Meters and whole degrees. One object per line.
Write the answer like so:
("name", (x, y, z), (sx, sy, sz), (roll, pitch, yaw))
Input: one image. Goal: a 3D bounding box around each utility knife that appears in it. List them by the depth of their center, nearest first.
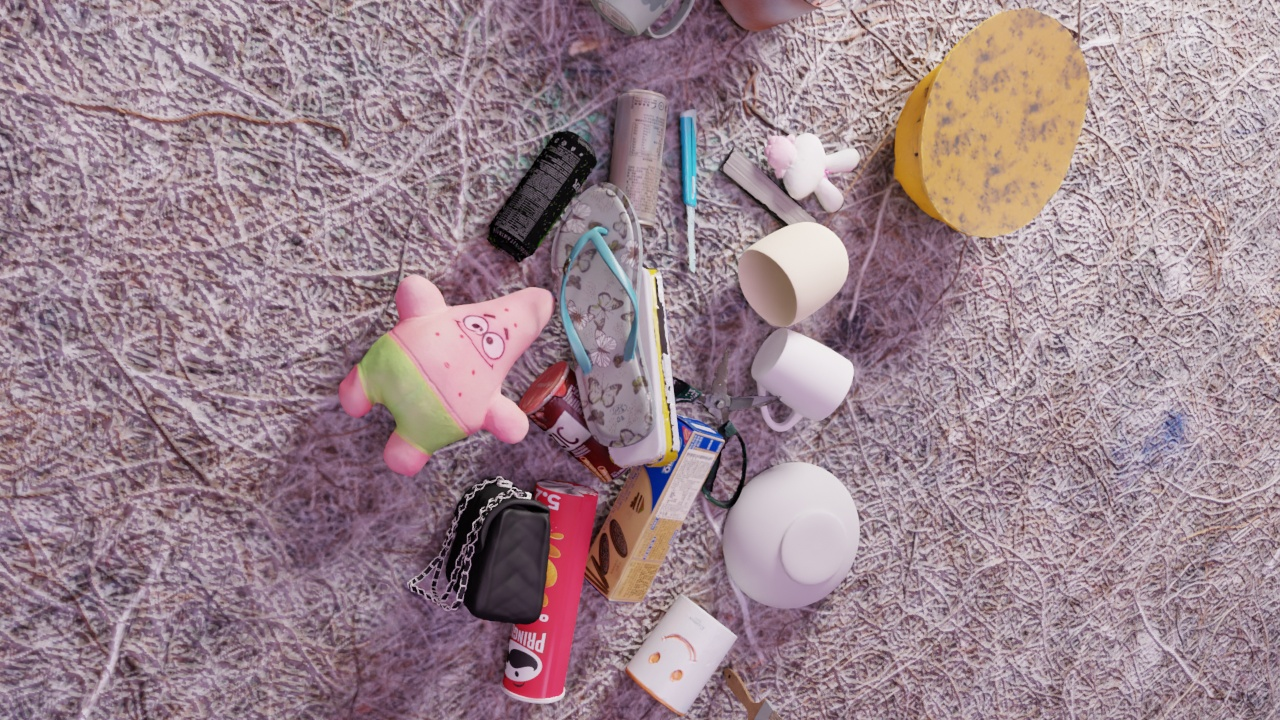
("utility knife", (0.055, -0.185, 1.006), (0.022, 0.015, 0.176), (-13, 104, -45))

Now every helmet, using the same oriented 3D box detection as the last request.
("helmet", (0.376, -0.262, 1.051), (0.205, 0.131, 0.255), (36, 83, -21))

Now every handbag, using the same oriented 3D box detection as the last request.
("handbag", (-0.156, 0.178, 0.900), (0.114, 0.154, 0.125), (14, 86, -18))

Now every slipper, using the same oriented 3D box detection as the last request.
("slipper", (-0.044, -0.047, 0.906), (0.098, 0.054, 0.268), (-9, 82, 21))

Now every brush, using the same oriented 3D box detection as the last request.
("brush", (0.122, 0.383, 1.028), (0.008, 0.143, 0.045), (28, 94, -20))

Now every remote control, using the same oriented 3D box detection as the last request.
("remote control", (0.146, -0.186, 1.039), (0.136, 0.013, 0.033), (36, 83, -19))

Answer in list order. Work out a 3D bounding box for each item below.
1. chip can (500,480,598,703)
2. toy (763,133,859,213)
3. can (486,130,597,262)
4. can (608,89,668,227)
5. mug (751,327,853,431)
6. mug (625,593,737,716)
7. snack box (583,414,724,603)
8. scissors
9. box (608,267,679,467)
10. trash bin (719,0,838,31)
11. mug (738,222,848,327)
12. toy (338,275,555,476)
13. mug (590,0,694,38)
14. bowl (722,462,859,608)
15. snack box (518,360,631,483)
("chip can", (-0.096, 0.241, 0.971), (0.069, 0.069, 0.220), (9, 93, -21))
("toy", (0.190, -0.219, 1.038), (0.122, 0.038, 0.079), (19, 93, -26))
("can", (-0.099, -0.167, 0.928), (0.054, 0.054, 0.137), (36, 83, -20))
("can", (-0.004, -0.209, 0.958), (0.054, 0.054, 0.135), (5, 95, -21))
("mug", (0.172, 0.026, 1.044), (0.087, 0.081, 0.114), (30, 106, -15))
("mug", (0.046, 0.328, 1.027), (0.082, 0.082, 0.105), (41, 81, -20))
("snack box", (0.012, 0.157, 0.985), (0.056, 0.057, 0.207), (20, 99, -46))
("scissors", (0.058, 0.080, 1.024), (0.201, 0.015, 0.204), (-3, 112, -3))
("box", (0.001, 0.005, 0.943), (0.070, 0.067, 0.210), (9, 70, -41))
("trash bin", (0.122, -0.486, 0.918), (0.181, 0.157, 0.260), (-46, 110, -10))
("mug", (0.176, -0.093, 1.023), (0.099, 0.096, 0.120), (-31, 144, -24))
("toy", (-0.173, 0.000, 0.900), (0.236, 0.097, 0.192), (-39, 96, -24))
("mug", (0.012, -0.383, 0.936), (0.104, 0.084, 0.111), (-54, 139, 4))
("bowl", (0.188, 0.211, 1.073), (0.176, 0.066, 0.176), (-2, 97, -20))
("snack box", (-0.061, 0.066, 0.961), (0.121, 0.072, 0.072), (44, 81, -20))
